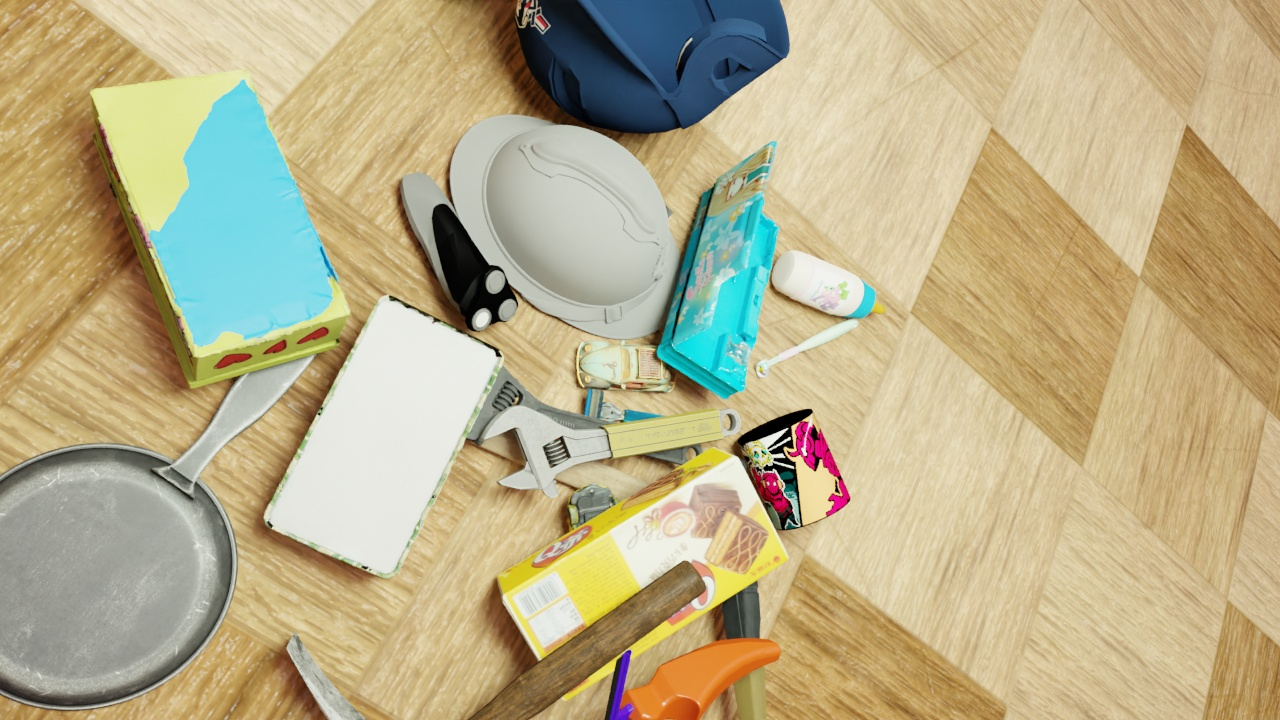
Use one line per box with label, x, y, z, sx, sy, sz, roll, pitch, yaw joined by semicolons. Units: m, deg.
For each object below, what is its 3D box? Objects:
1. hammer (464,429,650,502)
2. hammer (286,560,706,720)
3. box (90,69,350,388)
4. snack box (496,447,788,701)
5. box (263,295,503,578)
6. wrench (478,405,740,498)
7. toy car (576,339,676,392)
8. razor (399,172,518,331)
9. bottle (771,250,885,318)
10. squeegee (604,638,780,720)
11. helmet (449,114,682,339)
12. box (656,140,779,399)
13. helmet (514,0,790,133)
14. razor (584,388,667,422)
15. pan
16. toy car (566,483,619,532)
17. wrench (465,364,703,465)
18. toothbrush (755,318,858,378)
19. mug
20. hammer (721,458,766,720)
hammer;-0.097;0.084;0.836;0.331;0.031;0.119;26;69;-25
hammer;-0.096;0.226;0.726;0.300;0.037;0.217;-34;100;-7
box;-0.322;-0.101;0.705;0.124;0.081;0.221;-23;85;-31
snack box;0.003;0.181;0.797;0.230;0.062;0.110;-30;99;-11
box;-0.201;0.059;0.733;0.117;0.049;0.205;25;80;-9
wrench;-0.017;0.069;0.840;0.272;0.018;0.083;-8;89;-33
toy car;-0.005;0.005;0.884;0.111;0.047;0.047;3;79;-29
razor;-0.168;-0.101;0.818;0.057;0.060;0.156;-25;72;-42
bottle;0.216;-0.078;1.020;0.146;0.051;0.051;19;71;-24
squeegee;0.039;0.275;0.771;0.184;0.250;0.055;-15;45;-27
helmet;-0.039;-0.138;0.855;0.271;0.118;0.183;37;64;-19
box;0.106;-0.092;0.897;0.098;0.122;0.226;32;53;-21
helmet;-0.016;-0.328;0.844;0.272;0.224;0.232;26;48;-53
razor;0.009;0.058;0.895;0.143;0.022;0.042;11;89;-27
pan;-0.345;0.089;0.687;0.187;0.055;0.356;41;68;-15
toy car;-0.041;0.164;0.834;0.049;0.030;0.107;-6;96;-17
wrench;-0.055;0.061;0.838;0.273;0.018;0.073;17;76;-29
toothbrush;0.186;-0.017;1.012;0.154;0.015;0.022;-24;126;-30
mug;0.164;0.105;0.944;0.117;0.082;0.098;-26;92;-58
hammer;0.097;0.258;0.860;0.025;0.118;0.332;9;69;-39
